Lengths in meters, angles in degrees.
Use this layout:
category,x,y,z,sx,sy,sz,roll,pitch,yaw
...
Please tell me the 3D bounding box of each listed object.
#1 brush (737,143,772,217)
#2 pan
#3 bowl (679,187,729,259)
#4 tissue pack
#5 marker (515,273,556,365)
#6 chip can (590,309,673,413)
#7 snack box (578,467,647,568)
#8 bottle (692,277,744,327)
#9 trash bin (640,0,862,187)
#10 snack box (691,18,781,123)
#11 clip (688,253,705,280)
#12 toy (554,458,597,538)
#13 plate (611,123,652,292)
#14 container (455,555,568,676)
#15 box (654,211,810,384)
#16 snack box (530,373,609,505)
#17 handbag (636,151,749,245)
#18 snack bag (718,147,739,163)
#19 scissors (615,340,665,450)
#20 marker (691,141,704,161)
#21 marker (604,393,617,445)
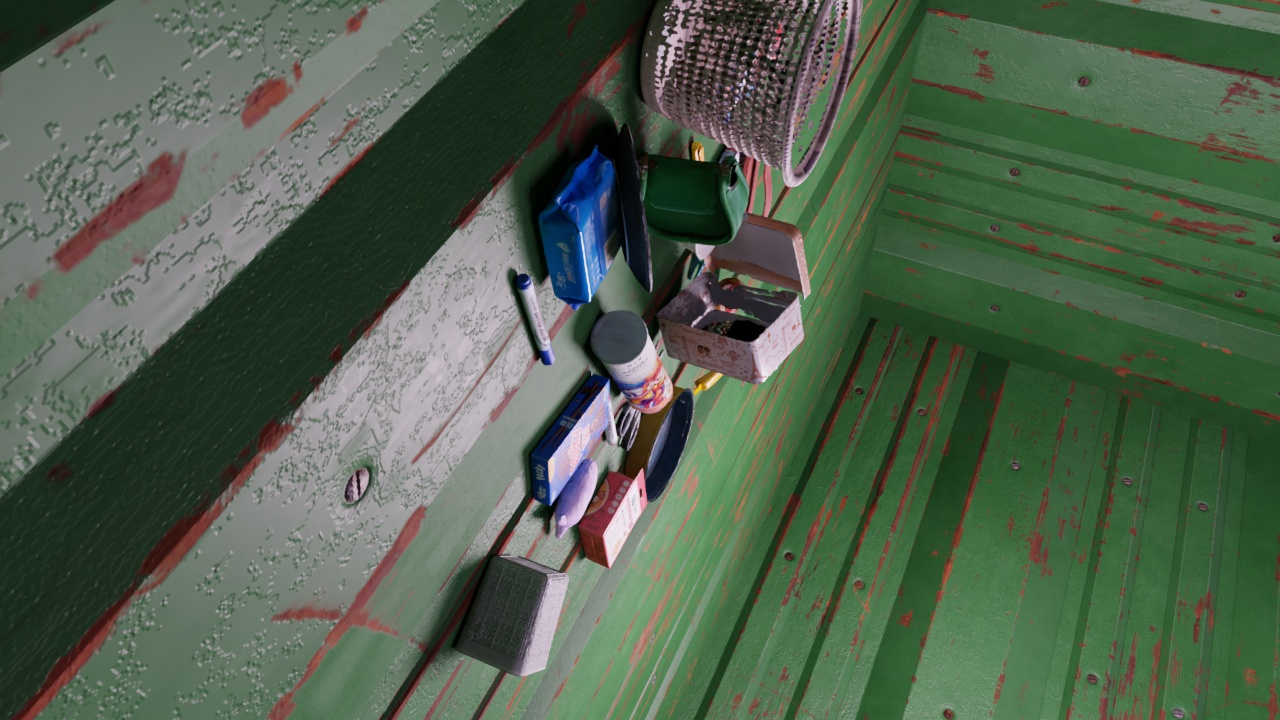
category,x,y,z,sx,sy,sz,roll,pitch,yaw
brush,0.173,-0.274,1.438,0.063,0.069,0.146,-54,156,-44
pan,0.083,0.076,1.528,0.356,0.078,0.198,-62,161,-25
bowl,0.069,-0.199,1.215,0.118,0.065,0.118,19,89,-72
tissue pack,-0.061,-0.132,0.921,0.157,0.052,0.094,86,26,-53
marker,-0.107,-0.040,0.940,0.016,0.017,0.146,-61,160,-27
chip can,-0.007,0.007,1.200,0.215,0.071,0.071,62,50,-68
snack box,-0.040,0.231,1.381,0.126,0.044,0.113,-58,158,-31
bottle,0.126,-0.093,1.509,0.174,0.057,0.057,-35,141,-62
trash bin,0.114,-0.324,1.000,0.226,0.192,0.228,-56,158,-38
snack box,0.124,-0.381,1.201,0.206,0.057,0.058,-56,154,-38
clip,0.089,-0.147,1.406,0.057,0.049,0.015,-67,167,19
toy,-0.085,0.178,1.202,0.084,0.039,0.107,107,6,-62
plate,-0.013,-0.159,0.971,0.179,0.024,0.179,167,-86,-88
container,-0.144,0.292,1.068,0.090,0.090,0.114,37,70,-72
box,0.127,-0.101,1.291,0.156,0.183,0.193,-46,136,-31
snack box,-0.084,0.096,1.135,0.156,0.026,0.085,-54,157,-42
handbag,0.057,-0.196,1.080,0.120,0.131,0.067,64,39,-61
snack bag,0.123,-0.279,1.354,0.104,0.026,0.048,-62,155,-22
scissors,0.000,0.055,1.367,0.170,0.014,0.160,-39,144,-61
marker,0.082,-0.260,1.273,0.018,0.015,0.124,-59,162,-19
marker,-0.045,0.073,1.246,0.017,0.017,0.145,-60,160,-30
